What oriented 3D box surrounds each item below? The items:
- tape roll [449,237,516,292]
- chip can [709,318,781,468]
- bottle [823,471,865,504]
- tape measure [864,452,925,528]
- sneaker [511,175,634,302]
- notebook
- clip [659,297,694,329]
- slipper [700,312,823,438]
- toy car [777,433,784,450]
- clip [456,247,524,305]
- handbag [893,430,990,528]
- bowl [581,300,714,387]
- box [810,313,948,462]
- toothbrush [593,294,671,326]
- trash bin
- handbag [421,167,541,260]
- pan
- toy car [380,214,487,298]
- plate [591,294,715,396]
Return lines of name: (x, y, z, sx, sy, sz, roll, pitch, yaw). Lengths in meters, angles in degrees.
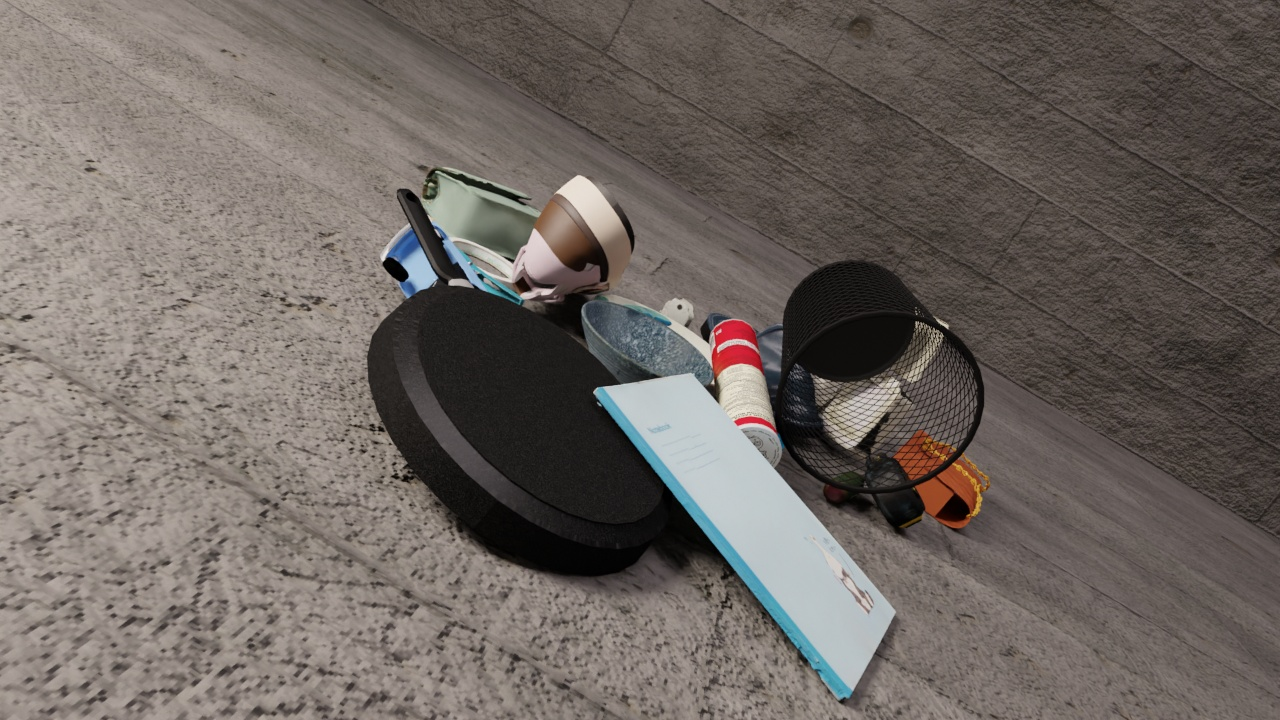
tape roll: (-0.166, -0.101, 0.968, 0.093, 0.013, 0.093, 27, 16, -9)
chip can: (0.096, 0.028, 0.873, 0.052, 0.052, 0.214, 27, 25, -13)
bottle: (0.211, 0.126, 0.927, 0.025, 0.025, 0.106, 37, 17, 22)
tape measure: (0.256, 0.132, 0.924, 0.071, 0.042, 0.072, 53, 18, -34)
sneaker: (-0.087, -0.100, 0.969, 0.111, 0.116, 0.294, 53, -9, -7)
notebook: (0.084, 0.110, 0.669, 0.253, 0.009, 0.180, 50, 21, 14)
clip: (0.036, -0.044, 1.091, 0.102, 0.060, 0.052, 34, 35, 14)
slipper: (0.148, -0.009, 1.091, 0.108, 0.084, 0.265, 14, 26, -21)
toy car: (0.114, 0.081, 0.882, 0.048, 0.032, 0.105, 34, 18, 9)
clip: (-0.167, -0.085, 0.901, 0.130, 0.030, 0.120, 30, 11, 1)
handbag: (0.362, 0.138, 1.105, 0.109, 0.060, 0.171, 40, 18, 17)
bowl: (-0.005, 0.005, 0.846, 0.137, 0.057, 0.137, 26, 20, -11)
box: (0.266, 0.011, 1.074, 0.044, 0.184, 0.143, 36, 5, -34)
toothbrush: (-0.007, -0.051, 0.963, 0.022, 0.017, 0.135, 40, 19, 34)
trash bin: (0.223, -0.001, 0.921, 0.184, 0.184, 0.209, 28, 23, -8)
handbag: (-0.181, -0.175, 1.070, 0.121, 0.067, 0.106, 13, 22, -45)
pan: (-0.099, -0.011, 0.630, 0.225, 0.034, 0.356, 13, 38, -50)
toy car: (-0.158, -0.056, 0.749, 0.153, 0.056, 0.055, 50, 5, 31)
plate: (0.021, -0.010, 0.984, 0.182, 0.034, 0.182, 28, 16, -9)
